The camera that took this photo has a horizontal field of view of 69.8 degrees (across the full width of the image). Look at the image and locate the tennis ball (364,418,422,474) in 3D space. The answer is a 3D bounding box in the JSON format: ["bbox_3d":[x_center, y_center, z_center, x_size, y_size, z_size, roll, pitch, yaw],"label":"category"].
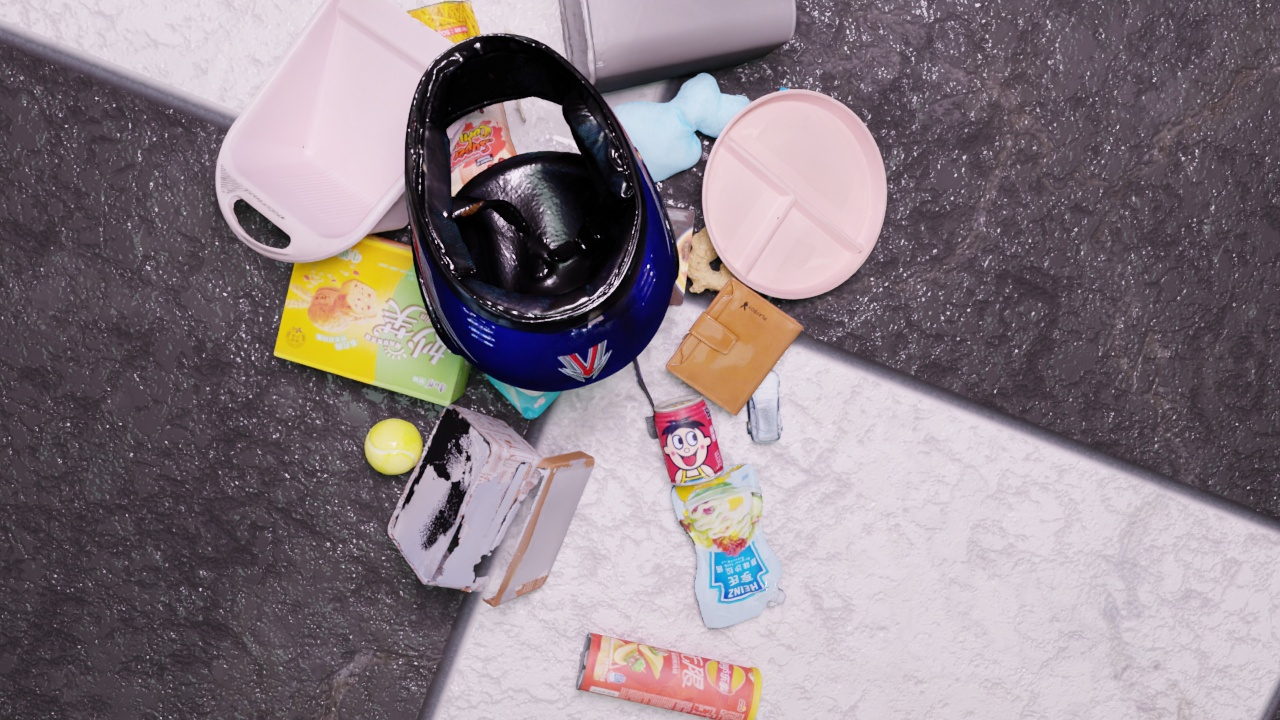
[{"bbox_3d":[-0.285,0.100,1.060,0.065,0.065,0.065,0,98,-2],"label":"tennis ball"}]

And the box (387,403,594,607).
[{"bbox_3d":[-0.150,0.170,1.055,0.187,0.155,0.183,21,98,-41],"label":"box"}]

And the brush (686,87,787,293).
[{"bbox_3d":[0.122,-0.190,1.051,0.083,0.046,0.254,23,92,-6],"label":"brush"}]

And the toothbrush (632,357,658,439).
[{"bbox_3d":[-0.006,0.006,1.084,0.017,0.014,0.189,-16,98,13],"label":"toothbrush"}]

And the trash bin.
[{"bbox_3d":[0.028,-0.386,0.951,0.219,0.198,0.199,-10,100,-8],"label":"trash bin"}]

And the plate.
[{"bbox_3d":[0.171,-0.184,1.029,0.229,0.028,0.229,-3,99,-18],"label":"plate"}]

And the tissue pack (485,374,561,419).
[{"bbox_3d":[-0.112,-0.008,1.059,0.093,0.050,0.133,43,94,-6],"label":"tissue pack"}]

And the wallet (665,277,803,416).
[{"bbox_3d":[0.106,-0.016,1.048,0.108,0.031,0.132,35,100,-11],"label":"wallet"}]

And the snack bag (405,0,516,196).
[{"bbox_3d":[-0.214,-0.282,1.019,0.128,0.073,0.208,-12,105,-1],"label":"snack bag"}]

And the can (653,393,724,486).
[{"bbox_3d":[0.055,0.092,1.070,0.066,0.066,0.094,-15,98,0],"label":"can"}]

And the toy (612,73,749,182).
[{"bbox_3d":[0.033,-0.252,1.022,0.161,0.049,0.157,23,119,-27],"label":"toy"}]

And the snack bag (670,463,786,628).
[{"bbox_3d":[0.108,0.225,1.106,0.110,0.039,0.191,-17,99,-11],"label":"snack bag"}]

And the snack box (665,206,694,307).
[{"bbox_3d":[0.022,-0.106,1.018,0.053,0.113,0.126,6,98,-5],"label":"snack box"}]

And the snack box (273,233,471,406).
[{"bbox_3d":[-0.285,-0.055,1.030,0.210,0.070,0.158,17,99,0],"label":"snack box"}]

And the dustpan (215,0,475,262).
[{"bbox_3d":[-0.311,-0.237,0.938,0.222,0.138,0.274,34,114,17],"label":"dustpan"}]

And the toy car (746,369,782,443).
[{"bbox_3d":[0.146,0.054,1.085,0.043,0.034,0.090,-4,96,1],"label":"toy car"}]

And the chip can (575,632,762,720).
[{"bbox_3d":[0.033,0.385,1.107,0.216,0.073,0.073,13,97,-4],"label":"chip can"}]

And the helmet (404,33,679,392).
[{"bbox_3d":[-0.100,-0.123,0.894,0.247,0.240,0.315,-19,77,-5],"label":"helmet"}]

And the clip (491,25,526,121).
[{"bbox_3d":[-0.133,-0.323,1.025,0.071,0.034,0.100,-27,102,1],"label":"clip"}]
